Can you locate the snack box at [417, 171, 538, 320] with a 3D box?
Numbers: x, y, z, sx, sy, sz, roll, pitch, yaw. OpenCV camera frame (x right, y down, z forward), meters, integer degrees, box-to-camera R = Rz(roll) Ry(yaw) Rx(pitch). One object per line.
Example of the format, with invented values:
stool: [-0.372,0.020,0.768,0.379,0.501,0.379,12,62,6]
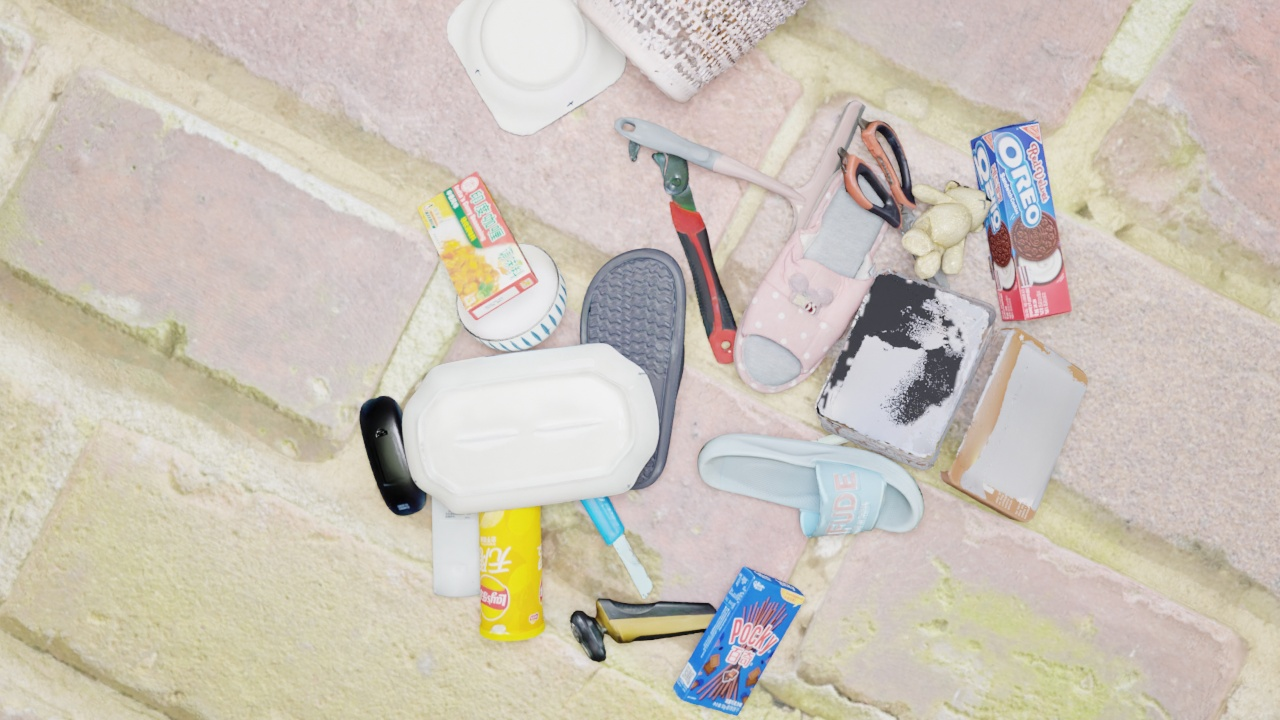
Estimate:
snack box: [-0.172,-0.122,0.961,0.077,0.027,0.155,-31,60,1]

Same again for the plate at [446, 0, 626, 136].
plate: [-0.113,-0.344,0.984,0.163,0.034,0.164,-32,92,1]

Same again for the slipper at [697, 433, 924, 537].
slipper: [0.179,0.139,0.968,0.245,0.104,0.074,12,49,3]

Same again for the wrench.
wrench: [0.056,-0.127,1.003,0.056,0.016,0.273,-21,93,-2]

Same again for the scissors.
scissors: [0.273,-0.147,0.973,0.196,0.015,0.205,5,85,-32]

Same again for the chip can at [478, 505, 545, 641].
chip can: [-0.141,0.189,0.992,0.072,0.072,0.213,-1,92,0]

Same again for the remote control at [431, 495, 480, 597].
remote control: [-0.202,0.194,1.017,0.056,0.019,0.135,-1,93,0]

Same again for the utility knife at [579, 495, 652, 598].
utility knife: [-0.043,0.168,1.016,0.034,0.018,0.216,-29,91,0]

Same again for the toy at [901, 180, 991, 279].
toy: [0.314,-0.136,0.947,0.156,0.066,0.105,-40,101,-41]

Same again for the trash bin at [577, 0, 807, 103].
trash bin: [0.052,-0.375,0.907,0.227,0.227,0.192,43,104,-2]

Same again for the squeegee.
squeegee: [0.089,-0.206,0.975,0.249,0.040,0.247,21,93,-7]

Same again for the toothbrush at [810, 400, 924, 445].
toothbrush: [0.221,0.084,1.013,0.189,0.020,0.029,-19,125,2]

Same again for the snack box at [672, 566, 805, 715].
snack box: [0.108,0.308,1.002,0.084,0.026,0.157,28,93,-32]

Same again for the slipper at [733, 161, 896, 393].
slipper: [0.191,-0.086,0.973,0.114,0.054,0.274,32,87,-17]

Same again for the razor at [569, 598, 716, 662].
razor: [0.007,0.292,1.007,0.167,0.062,0.067,-3,61,-5]

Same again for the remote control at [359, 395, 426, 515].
remote control: [-0.274,0.106,1.010,0.053,0.024,0.136,-17,93,2]

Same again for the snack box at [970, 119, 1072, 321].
snack box: [0.406,-0.147,0.983,0.057,0.058,0.207,-11,93,-3]

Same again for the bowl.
bowl: [-0.129,-0.059,0.972,0.117,0.066,0.116,-8,64,15]

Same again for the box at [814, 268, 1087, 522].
box: [0.328,0.037,0.949,0.274,0.125,0.178,26,84,-1]

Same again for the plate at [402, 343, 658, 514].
plate: [-0.114,0.071,0.932,0.266,0.034,0.162,-7,92,3]

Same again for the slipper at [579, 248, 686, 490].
slipper: [-0.006,0.006,0.986,0.111,0.083,0.268,8,110,10]
